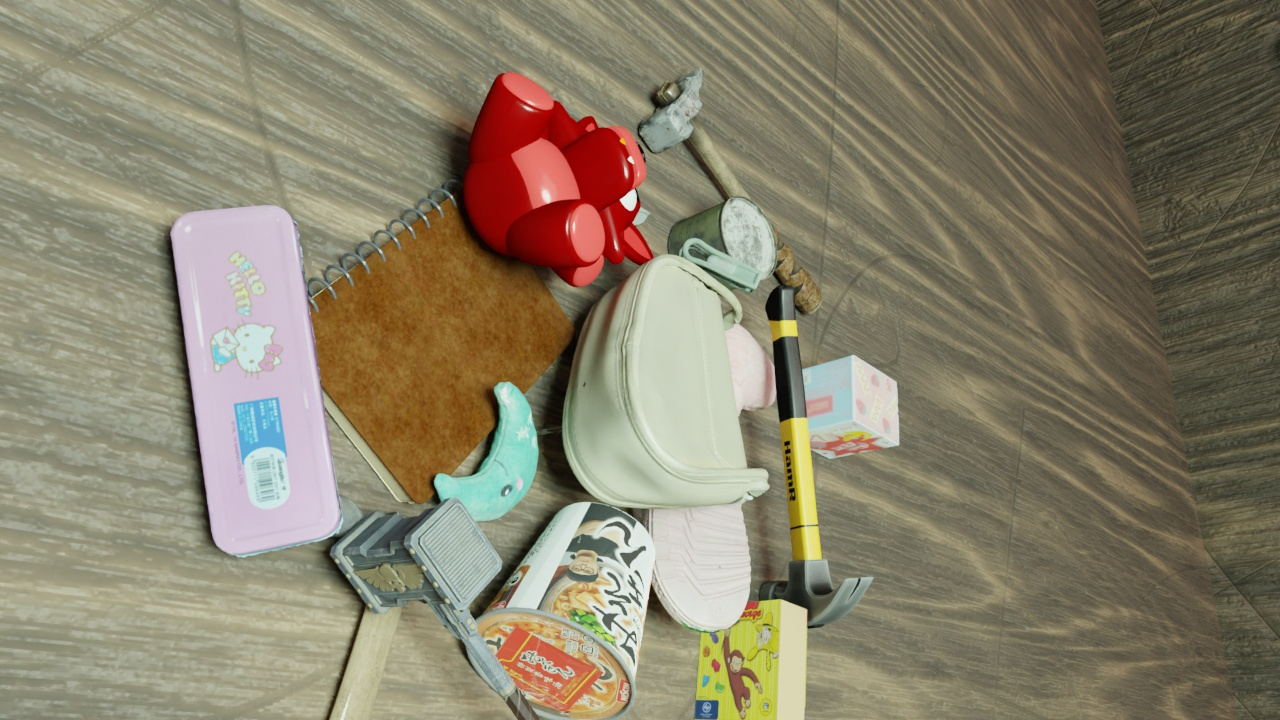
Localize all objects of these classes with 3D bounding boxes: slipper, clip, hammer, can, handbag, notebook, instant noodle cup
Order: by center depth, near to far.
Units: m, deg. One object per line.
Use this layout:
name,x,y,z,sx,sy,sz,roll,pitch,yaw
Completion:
hammer,-0.185,0.252,0.554,0.119,0.031,0.330,33,53,-35
hammer,-0.072,0.232,0.593,0.044,0.099,0.322,-46,111,-44
instant noodle cup,-0.046,0.177,0.674,0.123,0.124,0.121,52,35,-21
notebook,-0.153,-0.024,0.695,0.167,0.024,0.224,57,43,-18
handbag,0.013,0.026,0.767,0.184,0.132,0.228,25,48,-37
slipper,0.037,0.119,0.807,0.094,0.065,0.238,11,60,-22
clip,0.070,-0.084,0.816,0.076,0.044,0.023,25,80,-3
hammer,0.149,0.086,0.866,0.034,0.170,0.324,0,77,-17
can,0.085,-0.115,0.949,0.089,0.075,0.089,17,65,-42
hammer,0.116,-0.177,1.032,0.319,0.049,0.121,50,42,-24

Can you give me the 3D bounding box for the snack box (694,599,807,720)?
snack box,0.096,0.280,0.803,0.040,0.088,0.125,29,56,-37

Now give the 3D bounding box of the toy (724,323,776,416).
toy,0.090,0.019,0.925,0.104,0.053,0.108,-49,115,-33

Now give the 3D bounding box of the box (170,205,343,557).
box,-0.236,0.010,0.565,0.076,0.033,0.214,-9,82,-18

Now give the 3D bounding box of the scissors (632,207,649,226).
scissors,-0.036,-0.125,0.864,0.136,0.019,0.137,33,52,-37

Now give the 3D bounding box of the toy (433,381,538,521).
toy,-0.108,0.077,0.684,0.105,0.033,0.085,-60,143,-31

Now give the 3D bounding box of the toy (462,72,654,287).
toy,-0.054,-0.143,0.750,0.196,0.121,0.158,-17,81,-61

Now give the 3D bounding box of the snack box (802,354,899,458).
snack box,0.223,0.055,1.021,0.094,0.093,0.079,26,58,-40
